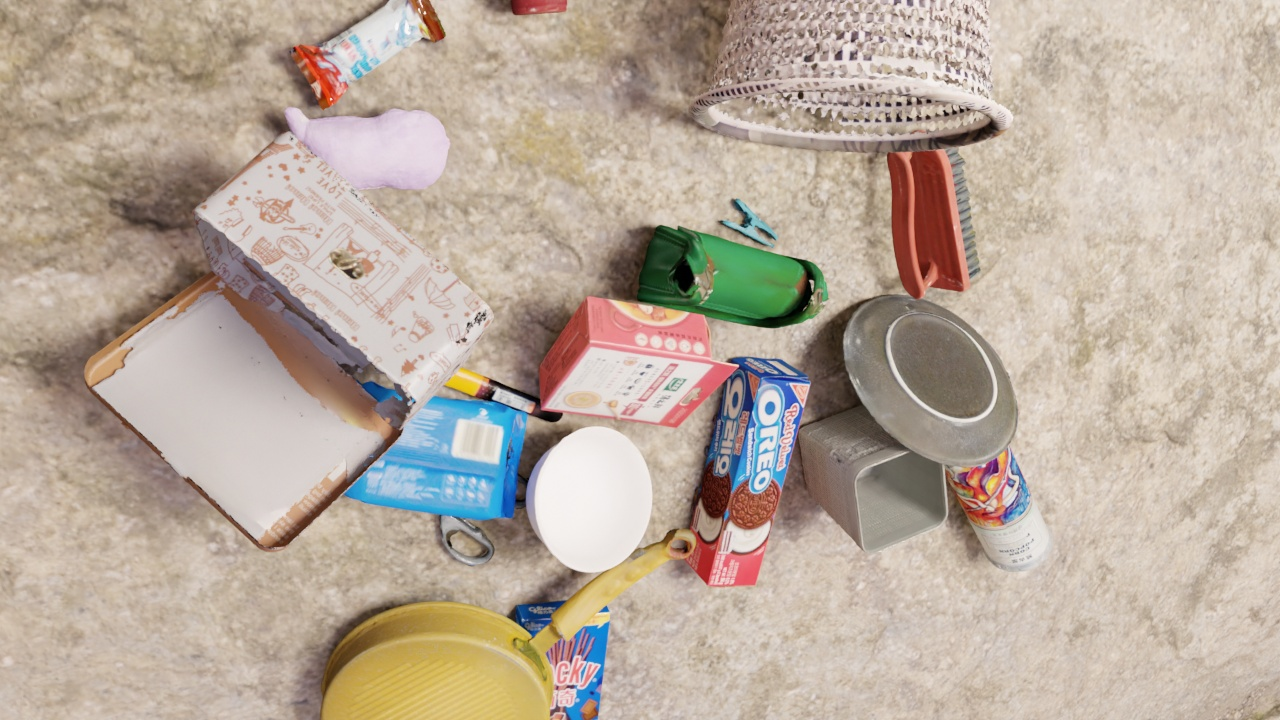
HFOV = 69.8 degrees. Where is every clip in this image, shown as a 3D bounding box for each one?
[{"bbox_3d":[0.096,-0.115,0.785,0.057,0.015,0.049,31,93,-27],"label":"clip"}]

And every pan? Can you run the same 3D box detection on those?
[{"bbox_3d":[-0.106,0.249,0.790,0.358,0.078,0.198,-29,116,8],"label":"pan"}]

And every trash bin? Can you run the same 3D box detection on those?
[{"bbox_3d":[0.155,-0.263,0.658,0.227,0.228,0.192,3,94,-21],"label":"trash bin"}]

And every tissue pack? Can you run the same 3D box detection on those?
[{"bbox_3d":[-0.168,0.071,0.720,0.157,0.052,0.095,12,82,-24],"label":"tissue pack"}]

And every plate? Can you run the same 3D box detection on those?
[{"bbox_3d":[0.263,0.009,0.815,0.179,0.179,0.024,1,148,-21],"label":"plate"}]

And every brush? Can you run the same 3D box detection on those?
[{"bbox_3d":[0.252,-0.130,0.810,0.069,0.063,0.146,-27,115,-25],"label":"brush"}]

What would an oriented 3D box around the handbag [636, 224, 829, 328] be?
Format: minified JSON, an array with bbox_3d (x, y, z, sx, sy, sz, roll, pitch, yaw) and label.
[{"bbox_3d":[0.070,-0.062,0.734,0.131,0.120,0.068,12,98,-22],"label":"handbag"}]

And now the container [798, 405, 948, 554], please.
[{"bbox_3d":[0.208,0.103,0.846,0.090,0.114,0.090,-18,114,-14],"label":"container"}]

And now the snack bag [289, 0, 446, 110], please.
[{"bbox_3d":[-0.187,-0.219,0.635,0.104,0.026,0.048,-31,128,-8],"label":"snack bag"}]

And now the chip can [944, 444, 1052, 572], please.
[{"bbox_3d":[0.347,0.122,0.918,0.071,0.071,0.215,-39,122,-4],"label":"chip can"}]

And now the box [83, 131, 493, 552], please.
[{"bbox_3d":[-0.234,-0.004,0.590,0.183,0.157,0.192,42,65,-4],"label":"box"}]

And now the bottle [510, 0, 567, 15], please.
[{"bbox_3d":[-0.076,-0.328,0.620,0.057,0.057,0.175,-10,111,-17],"label":"bottle"}]

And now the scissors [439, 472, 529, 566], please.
[{"bbox_3d":[-0.170,0.108,0.764,0.159,0.014,0.170,-13,111,-15],"label":"scissors"}]

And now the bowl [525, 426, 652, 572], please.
[{"bbox_3d":[-0.055,0.115,0.771,0.118,0.065,0.118,5,83,-39],"label":"bowl"}]

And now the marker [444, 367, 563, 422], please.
[{"bbox_3d":[-0.118,0.026,0.754,0.123,0.015,0.018,23,100,-28],"label":"marker"}]

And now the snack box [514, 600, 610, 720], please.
[{"bbox_3d":[-0.079,0.299,0.856,0.084,0.026,0.157,1,108,-20],"label":"snack box"}]

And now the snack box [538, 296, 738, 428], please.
[{"bbox_3d":[-0.004,0.004,0.738,0.127,0.044,0.113,9,147,-24],"label":"snack box"}]

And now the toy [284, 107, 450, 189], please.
[{"bbox_3d":[-0.189,-0.145,0.654,0.108,0.039,0.084,-12,130,-17],"label":"toy"}]

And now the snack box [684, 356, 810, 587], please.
[{"bbox_3d":[0.094,0.102,0.836,0.057,0.058,0.208,6,106,-25],"label":"snack box"}]
